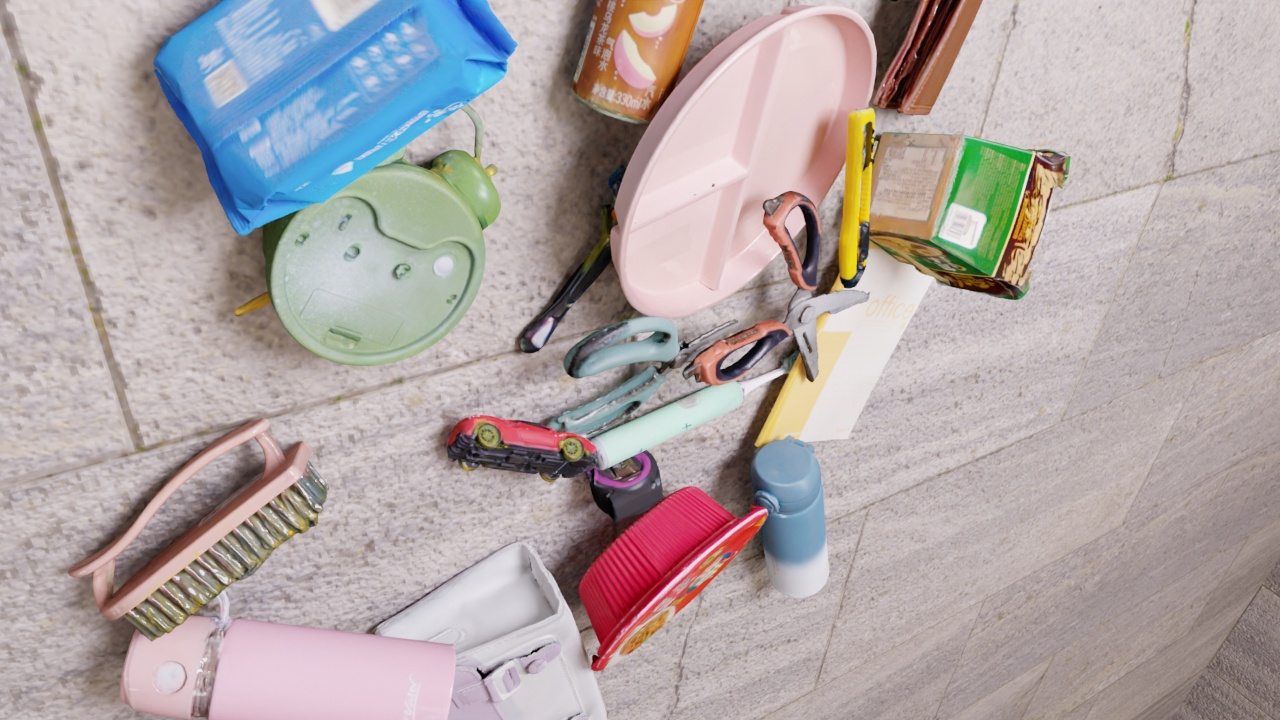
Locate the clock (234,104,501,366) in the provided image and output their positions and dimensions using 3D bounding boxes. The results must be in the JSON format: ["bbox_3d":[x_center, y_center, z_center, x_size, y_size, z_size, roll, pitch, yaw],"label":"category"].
[{"bbox_3d":[-0.140,-0.074,0.502,0.116,0.056,0.161,21,107,-45],"label":"clock"}]

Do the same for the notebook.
[{"bbox_3d":[0.189,-0.012,0.822,0.145,0.010,0.207,0,121,-45],"label":"notebook"}]

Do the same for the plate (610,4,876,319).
[{"bbox_3d":[0.066,-0.125,0.599,0.229,0.028,0.230,-35,152,-22],"label":"plate"}]

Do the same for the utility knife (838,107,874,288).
[{"bbox_3d":[0.158,-0.114,0.666,0.033,0.015,0.155,-45,143,-32],"label":"utility knife"}]

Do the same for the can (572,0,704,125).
[{"bbox_3d":[0.009,-0.210,0.510,0.057,0.058,0.147,1,121,-38],"label":"can"}]

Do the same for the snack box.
[{"bbox_3d":[0.236,-0.120,0.703,0.105,0.118,0.118,11,97,-35],"label":"snack box"}]

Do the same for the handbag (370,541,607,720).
[{"bbox_3d":[-0.116,0.262,0.753,0.144,0.098,0.197,-25,133,-13],"label":"handbag"}]

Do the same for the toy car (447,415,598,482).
[{"bbox_3d":[-0.081,0.062,0.647,0.106,0.031,0.049,13,148,-23],"label":"toy car"}]

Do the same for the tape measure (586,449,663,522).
[{"bbox_3d":[-0.012,0.094,0.725,0.057,0.058,0.039,-22,127,-18],"label":"tape measure"}]

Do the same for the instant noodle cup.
[{"bbox_3d":[0.016,0.172,0.768,0.193,0.066,0.194,-40,162,-16],"label":"instant noodle cup"}]

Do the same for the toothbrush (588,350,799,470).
[{"bbox_3d":[0.053,0.037,0.750,0.224,0.026,0.027,-22,131,-30],"label":"toothbrush"}]

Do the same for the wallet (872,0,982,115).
[{"bbox_3d":[0.212,-0.232,0.645,0.101,0.032,0.125,-28,144,-59],"label":"wallet"}]

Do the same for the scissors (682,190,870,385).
[{"bbox_3d":[0.116,-0.045,0.698,0.221,0.015,0.189,-19,133,-39],"label":"scissors"}]

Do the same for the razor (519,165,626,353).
[{"bbox_3d":[-0.037,-0.061,0.615,0.042,0.022,0.143,27,103,-44],"label":"razor"}]

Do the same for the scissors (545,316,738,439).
[{"bbox_3d":[-0.003,0.002,0.650,0.173,0.019,0.179,-30,157,-3],"label":"scissors"}]

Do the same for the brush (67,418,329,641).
[{"bbox_3d":[-0.260,0.101,0.546,0.145,0.063,0.073,-38,108,-4],"label":"brush"}]

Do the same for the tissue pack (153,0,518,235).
[{"bbox_3d":[-0.140,-0.133,0.417,0.157,0.095,0.052,-31,178,8],"label":"tissue pack"}]

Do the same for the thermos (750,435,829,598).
[{"bbox_3d":[0.141,0.152,0.863,0.070,0.070,0.221,-34,143,-12],"label":"thermos"}]

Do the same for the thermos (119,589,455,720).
[{"bbox_3d":[-0.223,0.197,0.599,0.198,0.067,0.087,13,82,-14],"label":"thermos"}]
